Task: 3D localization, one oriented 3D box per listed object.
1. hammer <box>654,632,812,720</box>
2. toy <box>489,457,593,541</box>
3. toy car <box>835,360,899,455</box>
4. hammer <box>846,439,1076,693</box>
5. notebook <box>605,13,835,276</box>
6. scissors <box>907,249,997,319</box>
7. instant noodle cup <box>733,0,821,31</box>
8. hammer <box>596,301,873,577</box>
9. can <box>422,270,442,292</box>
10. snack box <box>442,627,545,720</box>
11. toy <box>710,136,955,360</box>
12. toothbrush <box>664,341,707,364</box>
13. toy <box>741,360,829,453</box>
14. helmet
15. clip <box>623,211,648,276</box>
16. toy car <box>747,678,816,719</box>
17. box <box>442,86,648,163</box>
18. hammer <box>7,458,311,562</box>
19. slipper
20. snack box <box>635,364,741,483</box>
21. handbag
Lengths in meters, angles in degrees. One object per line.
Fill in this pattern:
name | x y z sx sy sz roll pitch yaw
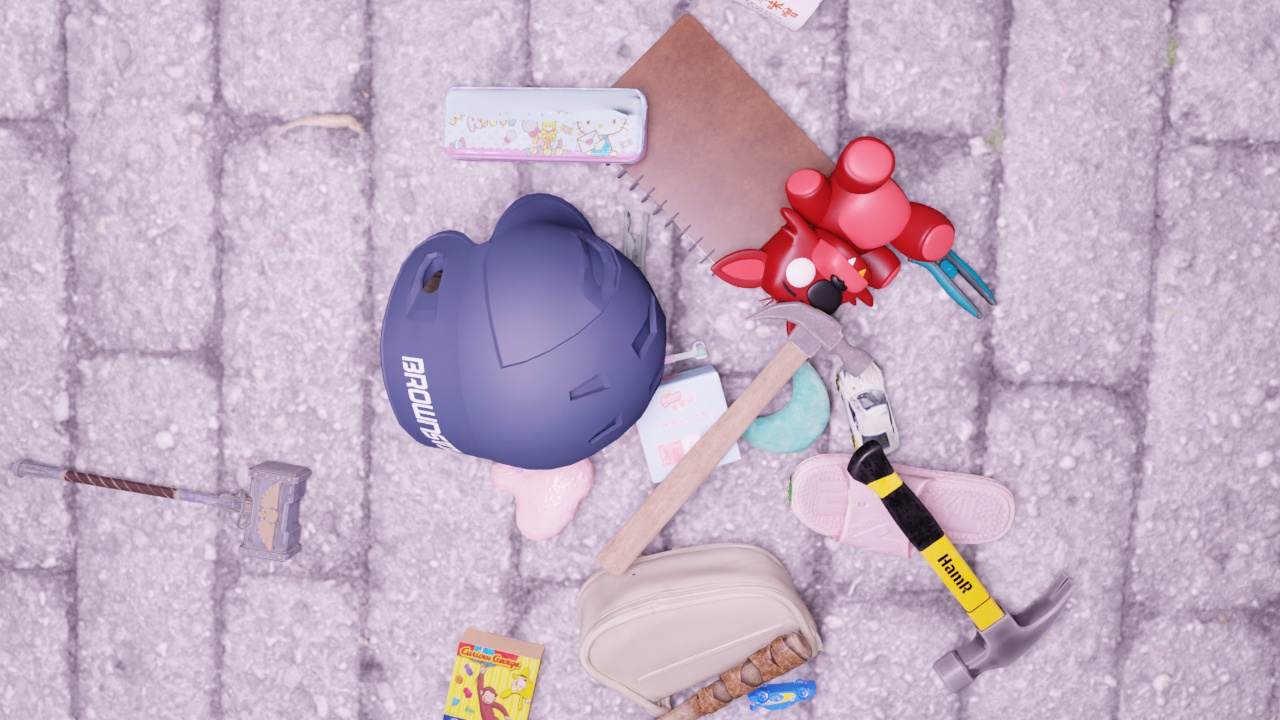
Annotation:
hammer | 0.034 0.367 0.938 0.319 0.048 0.121 -36 127 14
toy | -0.107 0.129 0.973 0.105 0.053 0.108 38 96 10
toy car | 0.239 0.052 0.960 0.048 0.033 0.105 -16 93 5
hammer | 0.306 0.194 0.916 0.170 0.034 0.324 -38 113 7
notebook | 0.066 -0.217 0.948 0.167 0.024 0.225 -44 92 4
scissors | 0.315 -0.108 0.951 0.138 0.019 0.136 -4 92 4
instant noodle cup | 0.126 -0.392 0.890 0.121 0.123 0.123 32 95 -10
hammer | 0.075 0.081 0.897 0.119 0.030 0.331 40 95 -4
can | -0.196 -0.052 0.939 0.090 0.090 0.074 15 95 1
snack box | -0.163 0.367 0.998 0.088 0.040 0.126 13 95 1
toy | 0.190 -0.110 0.908 0.197 0.120 0.158 -45 116 9
toothbrush | -0.006 0.006 0.974 0.155 0.015 0.022 -13 60 3
toy | 0.154 0.053 0.962 0.085 0.033 0.105 43 99 -3
helmet | -0.081 -0.028 0.853 0.223 0.271 0.232 1 137 20
clip | -0.006 -0.117 0.960 0.044 0.023 0.076 3 97 0
toy car | 0.145 0.381 0.988 0.092 0.033 0.062 -6 88 3
box | -0.098 -0.238 0.929 0.214 0.033 0.076 4 96 13
hammer | -0.525 0.140 0.991 0.322 0.044 0.098 9 95 1
slipper | 0.271 0.157 0.943 0.239 0.064 0.094 6 111 -2
snack box | 0.044 0.063 0.945 0.093 0.079 0.095 -16 96 2
handbag | 0.057 0.267 0.971 0.229 0.131 0.184 -23 119 7
